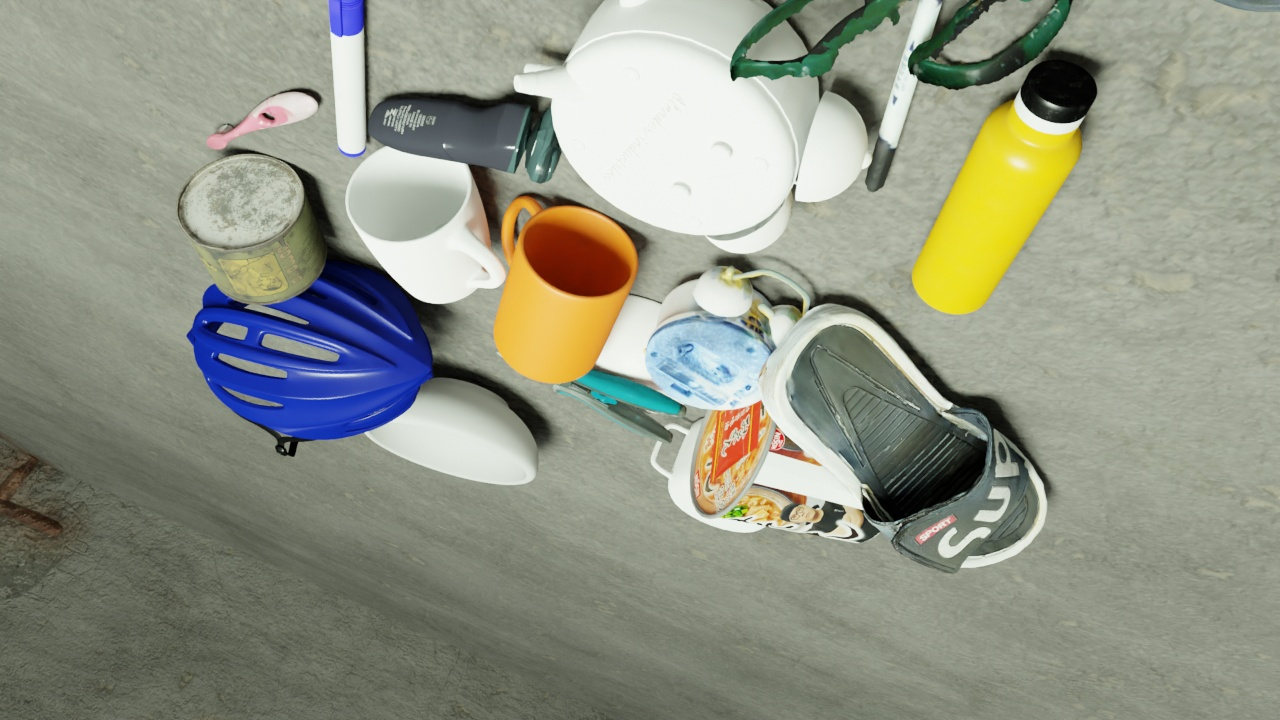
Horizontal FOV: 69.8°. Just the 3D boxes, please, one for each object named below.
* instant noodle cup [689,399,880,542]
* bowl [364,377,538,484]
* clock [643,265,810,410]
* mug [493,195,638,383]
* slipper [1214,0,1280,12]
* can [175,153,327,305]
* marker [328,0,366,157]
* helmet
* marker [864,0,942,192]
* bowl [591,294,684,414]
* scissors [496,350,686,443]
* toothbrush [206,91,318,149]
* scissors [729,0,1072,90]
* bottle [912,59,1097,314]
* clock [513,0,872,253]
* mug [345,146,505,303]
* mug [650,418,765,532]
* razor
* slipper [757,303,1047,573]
[{"bbox_3d":[0.119,0.075,0.674,0.121,0.123,0.124,21,154,-16],"label":"instant noodle cup"},{"bbox_3d":[-0.180,0.063,0.905,0.176,0.066,0.177,13,158,5],"label":"bowl"},{"bbox_3d":[0.058,-0.017,0.606,0.089,0.051,0.126,32,137,-20],"label":"clock"},{"bbox_3d":[-0.062,-0.055,0.616,0.112,0.077,0.096,52,146,18],"label":"mug"},{"bbox_3d":[0.134,-0.180,0.250,0.268,0.083,0.111,35,152,-23],"label":"slipper"},{"bbox_3d":[-0.292,-0.098,0.697,0.090,0.089,0.075,20,152,7],"label":"can"},{"bbox_3d":[-0.177,-0.172,0.556,0.020,0.020,0.142,25,152,-4],"label":"marker"},{"bbox_3d":[-0.280,0.012,0.812,0.242,0.147,0.228,17,147,12],"label":"helmet"},{"bbox_3d":[0.121,-0.129,0.418,0.011,0.011,0.152,18,151,11],"label":"marker"},{"bbox_3d":[-0.004,0.004,0.700,0.115,0.050,0.115,18,152,10],"label":"bowl"},{"bbox_3d":[-0.030,0.023,0.676,0.155,0.019,0.126,1,143,38],"label":"scissors"},{"bbox_3d":[-0.264,-0.167,0.638,0.135,0.016,0.021,-5,142,38],"label":"toothbrush"},{"bbox_3d":[0.132,-0.130,0.316,0.137,0.015,0.210,1,176,-25],"label":"scissors"},{"bbox_3d":[0.170,-0.078,0.436,0.043,0.043,0.144,19,152,9],"label":"bottle"},{"bbox_3d":[0.021,-0.115,0.452,0.161,0.072,0.126,31,151,-14],"label":"clock"},{"bbox_3d":[-0.129,-0.079,0.608,0.114,0.080,0.088,36,163,19],"label":"mug"},{"bbox_3d":[0.066,0.095,0.786,0.115,0.068,0.094,26,152,-5],"label":"mug"},{"bbox_3d":[-0.105,-0.136,0.547,0.143,0.047,0.052,13,175,23],"label":"razor"},{"bbox_3d":[0.187,0.067,0.603,0.264,0.111,0.063,41,-179,-23],"label":"slipper"}]
